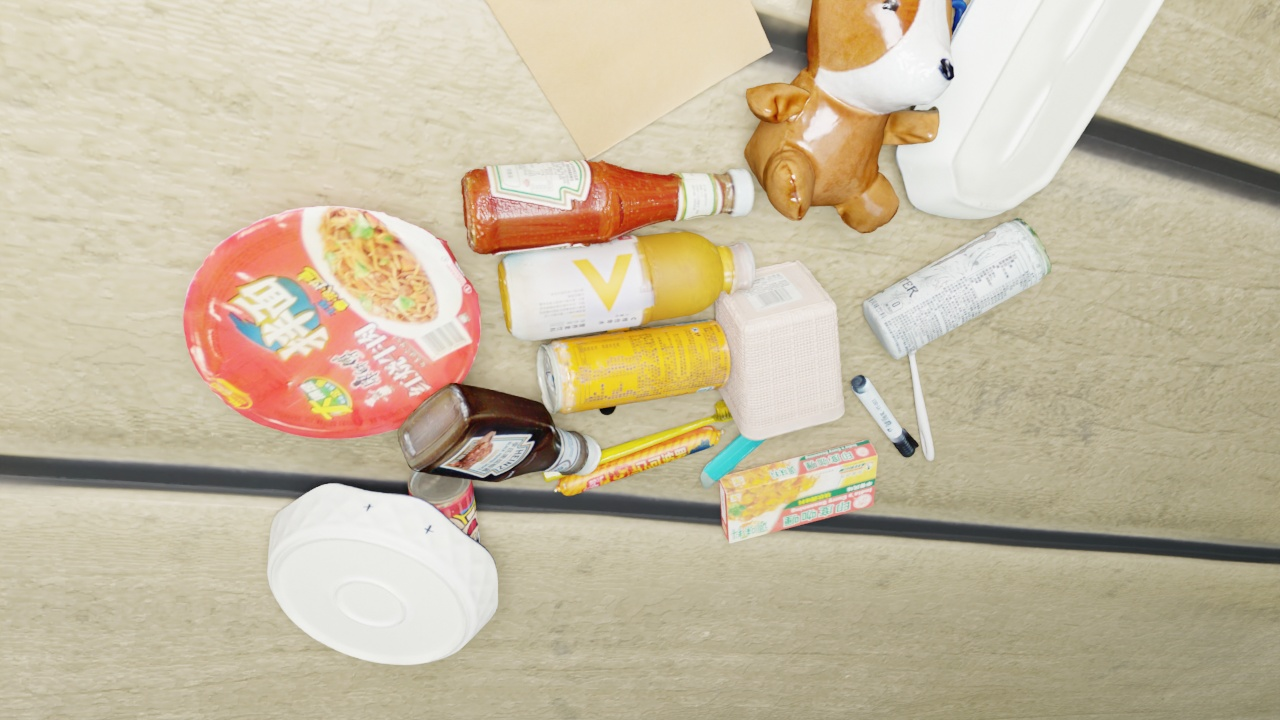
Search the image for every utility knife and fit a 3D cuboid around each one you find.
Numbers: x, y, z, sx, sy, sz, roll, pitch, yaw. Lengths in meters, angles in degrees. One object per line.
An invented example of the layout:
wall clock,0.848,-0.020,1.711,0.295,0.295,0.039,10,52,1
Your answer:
utility knife,0.110,0.069,0.860,0.151,0.012,0.029,-42,130,14

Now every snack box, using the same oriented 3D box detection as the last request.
snack box,0.156,0.130,0.911,0.155,0.027,0.077,-14,131,-6

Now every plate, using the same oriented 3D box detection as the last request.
plate,0.294,-0.213,0.665,0.161,0.034,0.266,5,125,-29
plate,-0.225,0.194,0.789,0.205,0.045,0.205,5,128,6

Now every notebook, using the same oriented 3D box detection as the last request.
notebook,-0.021,-0.244,0.573,0.149,0.012,0.211,-29,130,8

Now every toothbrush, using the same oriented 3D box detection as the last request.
toothbrush,0.271,0.036,0.882,0.016,0.016,0.180,-26,130,-4
toothbrush,0.002,0.071,0.825,0.190,0.015,0.017,-19,126,-2

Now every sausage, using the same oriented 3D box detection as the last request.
sausage,-0.001,0.091,0.836,0.165,0.021,0.021,-19,130,-2

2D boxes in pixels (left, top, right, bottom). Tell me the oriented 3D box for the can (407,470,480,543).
can,-0.170,0.152,0.811,0.053,0.053,0.133,-8,129,-11

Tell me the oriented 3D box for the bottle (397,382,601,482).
bottle,-0.099,0.065,0.729,0.080,0.044,0.194,-40,151,18

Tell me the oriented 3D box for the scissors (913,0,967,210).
scissors,0.244,-0.193,0.696,0.125,0.012,0.174,-29,132,6

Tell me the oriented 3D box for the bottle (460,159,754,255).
bottle,-0.021,-0.112,0.648,0.206,0.059,0.060,-7,129,-13

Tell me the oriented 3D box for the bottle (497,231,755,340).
bottle,-0.009,-0.059,0.685,0.189,0.068,0.068,-9,129,-11

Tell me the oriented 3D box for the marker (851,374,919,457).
marker,0.236,0.054,0.883,0.022,0.018,0.131,-40,129,4

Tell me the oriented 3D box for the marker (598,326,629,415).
marker,-0.022,-0.002,0.762,0.018,0.015,0.124,-4,131,-16

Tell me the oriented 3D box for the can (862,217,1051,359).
can,0.265,-0.060,0.775,0.147,0.058,0.058,-30,130,7

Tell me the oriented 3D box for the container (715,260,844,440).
container,0.111,-0.012,0.749,0.090,0.089,0.111,-14,126,-6

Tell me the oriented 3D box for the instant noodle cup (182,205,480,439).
instant noodle cup,-0.211,-0.035,0.644,0.193,0.065,0.194,-8,129,-10

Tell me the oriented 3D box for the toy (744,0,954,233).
toy,0.146,-0.186,0.604,0.140,0.130,0.200,1,119,-38

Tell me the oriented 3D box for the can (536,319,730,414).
can,-0.004,0.004,0.722,0.145,0.058,0.058,-8,129,-19
